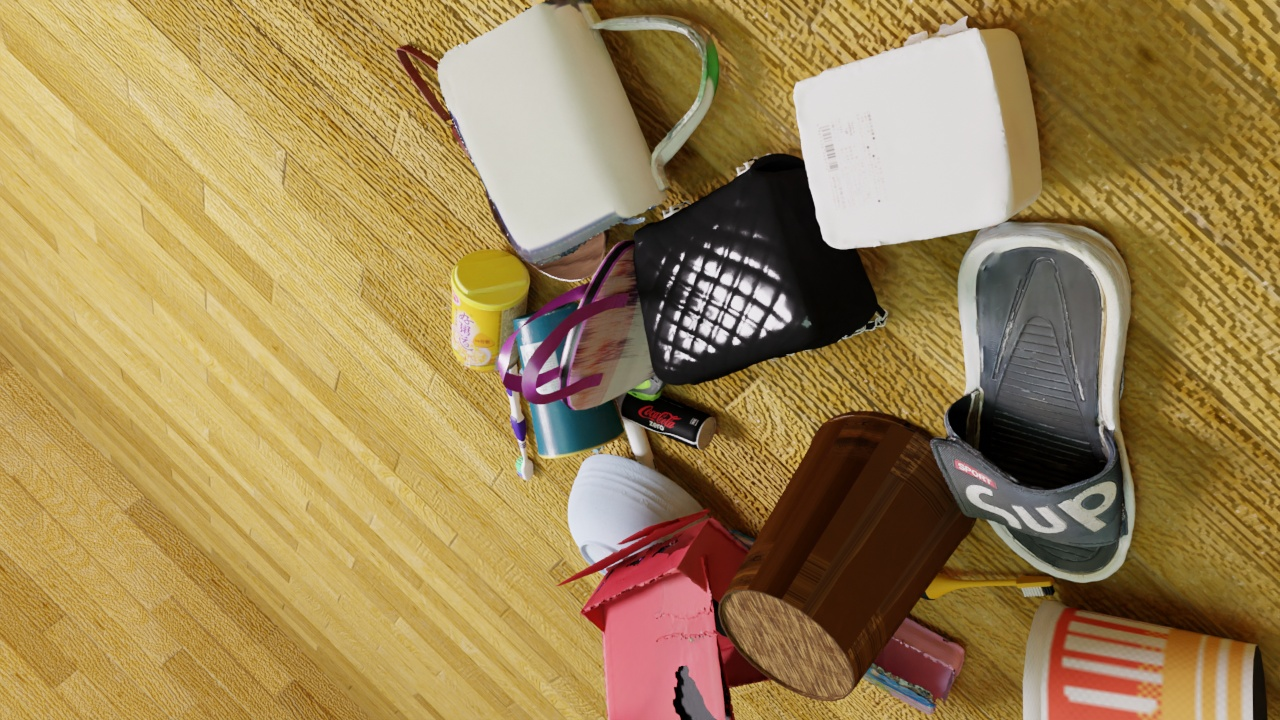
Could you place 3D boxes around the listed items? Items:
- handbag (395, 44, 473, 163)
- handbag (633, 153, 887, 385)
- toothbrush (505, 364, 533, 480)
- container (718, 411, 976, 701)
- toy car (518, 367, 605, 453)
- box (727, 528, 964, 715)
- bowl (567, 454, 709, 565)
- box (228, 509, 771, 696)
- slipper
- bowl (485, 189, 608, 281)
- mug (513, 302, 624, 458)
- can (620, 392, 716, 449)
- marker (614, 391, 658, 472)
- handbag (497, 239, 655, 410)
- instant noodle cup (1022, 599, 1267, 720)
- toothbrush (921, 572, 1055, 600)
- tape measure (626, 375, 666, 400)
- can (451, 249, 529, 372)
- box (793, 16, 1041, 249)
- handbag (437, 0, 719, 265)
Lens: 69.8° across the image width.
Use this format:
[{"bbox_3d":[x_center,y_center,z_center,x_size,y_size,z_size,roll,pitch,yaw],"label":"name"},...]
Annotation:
[{"bbox_3d":[-0.151,-0.206,0.723,0.119,0.029,0.055,46,142,7],"label":"handbag"},{"bbox_3d":[0.078,-0.061,0.606,0.154,0.114,0.125,-21,86,55],"label":"handbag"},{"bbox_3d":[-0.130,0.064,0.970,0.016,0.015,0.187,29,141,29],"label":"toothbrush"},{"bbox_3d":[0.141,0.139,0.645,0.132,0.166,0.132,26,140,24],"label":"container"},{"bbox_3d":[-0.066,0.037,0.868,0.108,0.027,0.060,43,144,0],"label":"toy car"},{"bbox_3d":[0.160,0.239,0.812,0.230,0.063,0.085,24,138,26],"label":"box"},{"bbox_3d":[-0.011,0.166,0.879,0.151,0.074,0.151,24,147,16],"label":"bowl"},{"bbox_3d":[-0.080,0.184,0.713,0.424,0.127,0.213,13,152,-21],"label":"box"},{"bbox_3d":[0.236,0.043,0.552,0.111,0.062,0.264,13,131,37],"label":"slipper"},{"bbox_3d":[-0.066,-0.121,0.712,0.119,0.032,0.119,26,140,25],"label":"bowl"},{"bbox_3d":[-0.067,0.015,0.793,0.078,0.078,0.121,-5,103,47],"label":"mug"},{"bbox_3d":[0.024,0.049,0.789,0.080,0.031,0.032,21,137,30],"label":"can"},{"bbox_3d":[-0.005,0.065,0.847,0.020,0.017,0.134,-121,11,-57],"label":"marker"},{"bbox_3d":[-0.039,-0.016,0.659,0.068,0.169,0.145,29,117,20],"label":"handbag"},{"bbox_3d":[0.329,0.224,0.594,0.121,0.123,0.123,-4,122,38],"label":"instant noodle cup"},{"bbox_3d":[0.225,0.175,0.718,0.197,0.031,0.031,-16,99,47],"label":"toothbrush"},{"bbox_3d":[-0.005,0.005,0.770,0.065,0.035,0.059,36,144,13],"label":"tape measure"},{"bbox_3d":[-0.137,-0.043,0.828,0.067,0.067,0.105,34,143,15],"label":"can"},{"bbox_3d":[0.156,-0.123,0.491,0.108,0.101,0.102,-5,104,41],"label":"box"},{"bbox_3d":[-0.025,-0.162,0.598,0.176,0.073,0.151,-21,99,27],"label":"handbag"}]
